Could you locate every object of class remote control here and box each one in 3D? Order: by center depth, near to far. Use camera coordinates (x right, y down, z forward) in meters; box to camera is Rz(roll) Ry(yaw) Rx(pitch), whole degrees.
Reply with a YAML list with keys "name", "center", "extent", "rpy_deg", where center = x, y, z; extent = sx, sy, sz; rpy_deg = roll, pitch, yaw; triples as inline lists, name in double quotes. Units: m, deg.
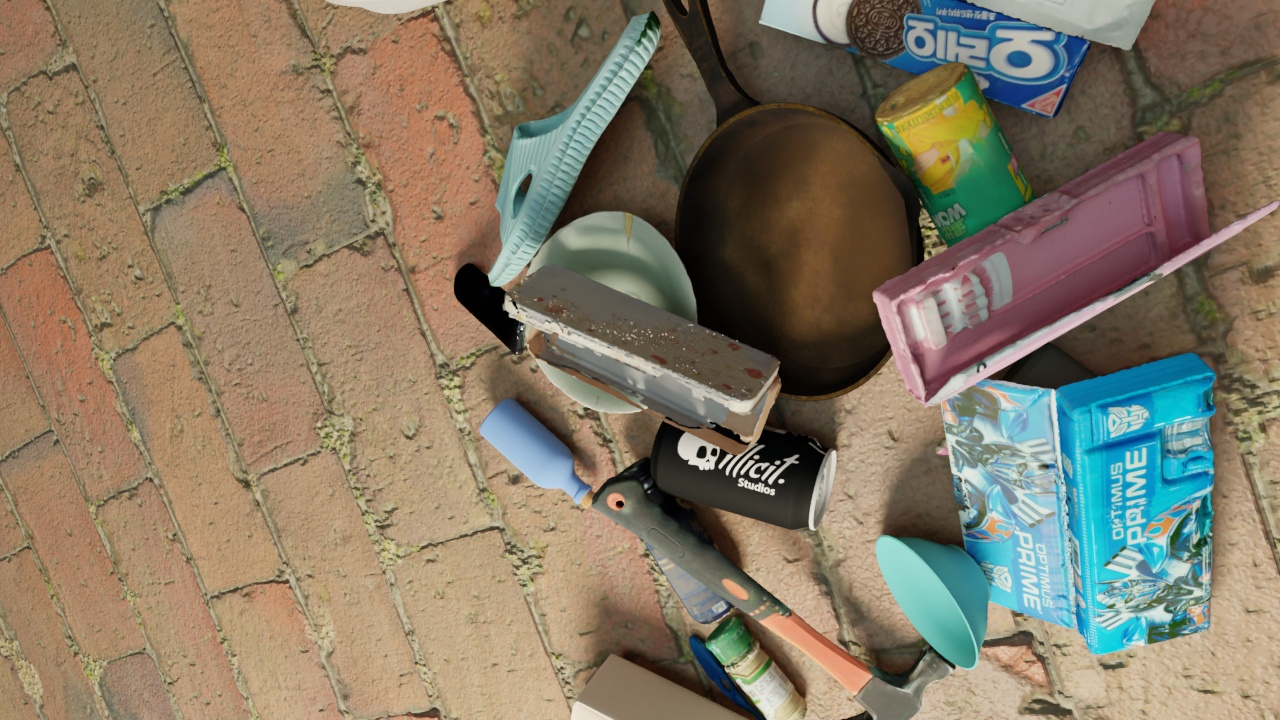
- name: "remote control"
  center: [-0.141, -0.050, 0.856]
  extent: [0.140, 0.021, 0.045]
  rpy_deg: [35, 124, 51]

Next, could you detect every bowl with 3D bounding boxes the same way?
- name: "bowl"
  center: [0.248, 0.185, 0.746]
  extent: [0.046, 0.121, 0.121]
  rpy_deg: [-29, 90, -12]
- name: "bowl"
  center: [-0.015, -0.045, 0.812]
  extent: [0.174, 0.067, 0.174]
  rpy_deg: [6, 104, 25]

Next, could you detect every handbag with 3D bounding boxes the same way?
- name: "handbag"
  center: [0.021, 0.417, 0.910]
  extent: [0.195, 0.101, 0.198]
  rpy_deg: [19, 122, 22]

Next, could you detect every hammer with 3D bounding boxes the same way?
- name: "hammer"
  center: [0.099, 0.209, 0.798]
  extent: [0.333, 0.033, 0.133]
  rpy_deg: [38, 106, 0]

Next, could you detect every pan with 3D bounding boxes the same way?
- name: "pan"
  center: [0.100, -0.144, 0.715]
  extent: [0.249, 0.043, 0.356]
  rpy_deg: [-24, 86, 50]

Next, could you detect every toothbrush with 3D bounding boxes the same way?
- name: "toothbrush"
  center: [0.090, 0.321, 0.888]
  extent: [0.132, 0.016, 0.021]
  rpy_deg: [49, 127, 6]

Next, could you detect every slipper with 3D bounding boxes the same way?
- name: "slipper"
  center: [-0.075, -0.181, 0.781]
  extent: [0.069, 0.115, 0.277]
  rpy_deg: [29, 113, -15]

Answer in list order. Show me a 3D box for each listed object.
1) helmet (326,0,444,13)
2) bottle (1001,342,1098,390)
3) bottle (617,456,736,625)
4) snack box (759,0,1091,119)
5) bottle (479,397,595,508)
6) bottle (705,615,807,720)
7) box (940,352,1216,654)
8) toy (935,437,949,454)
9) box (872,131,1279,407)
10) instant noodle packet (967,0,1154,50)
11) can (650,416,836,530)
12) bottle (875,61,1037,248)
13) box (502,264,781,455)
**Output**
- name: "helmet"
  center: [-0.180, -0.415, 0.725]
  extent: [0.224, 0.183, 0.283]
  rpy_deg: [47, 124, 1]
- name: "bottle"
  center: [0.323, 0.039, 0.678]
  extent: [0.108, 0.060, 0.060]
  rpy_deg: [39, 116, 9]
- name: "bottle"
  center: [0.033, 0.166, 0.851]
  extent: [0.056, 0.056, 0.161]
  rpy_deg: [-35, 87, 28]
- name: "snack box"
  center: [0.201, -0.239, 0.663]
  extent: [0.226, 0.059, 0.060]
  rpy_deg: [25, 116, 17]
- name: "bottle"
  center: [-0.095, 0.095, 0.898]
  extent: [0.131, 0.048, 0.048]
  rpy_deg: [41, 116, 11]
- name: "bottle"
  center: [0.110, 0.293, 0.859]
  extent: [0.043, 0.042, 0.110]
  rpy_deg: [-42, 85, 28]
- name: "box"
  center: [0.311, 0.113, 0.654]
  extent: [0.175, 0.063, 0.244]
  rpy_deg: [-4, 125, 26]
- name: "toy"
  center: [0.290, 0.079, 0.717]
  extent: [0.102, 0.050, 0.066]
  rpy_deg: [44, 149, -1]
- name: "box"
  center: [0.281, -0.048, 0.587]
  extent: [0.232, 0.098, 0.099]
  rpy_deg: [-27, 116, -3]
- name: "instant noodle packet"
  center: [0.227, -0.316, 0.621]
  extent: [0.269, 0.057, 0.147]
  rpy_deg: [26, 90, 20]
- name: "can"
  center: [0.088, 0.092, 0.792]
  extent: [0.146, 0.080, 0.080]
  rpy_deg: [13, 109, 22]
- name: "bottle"
  center: [0.244, -0.103, 0.648]
  extent: [0.068, 0.067, 0.210]
  rpy_deg: [-26, 113, 28]
- name: "box"
  center: [0.000, 0.003, 0.738]
  extent: [0.216, 0.094, 0.108]
  rpy_deg: [25, 138, 18]
